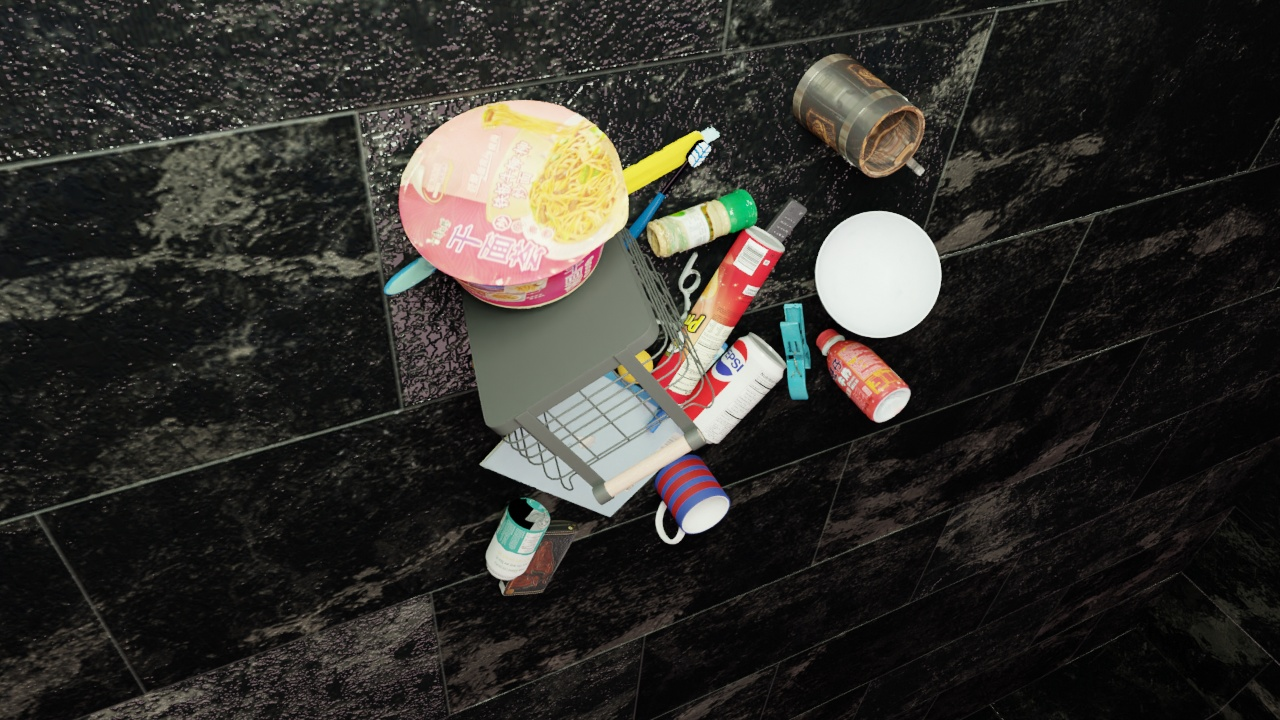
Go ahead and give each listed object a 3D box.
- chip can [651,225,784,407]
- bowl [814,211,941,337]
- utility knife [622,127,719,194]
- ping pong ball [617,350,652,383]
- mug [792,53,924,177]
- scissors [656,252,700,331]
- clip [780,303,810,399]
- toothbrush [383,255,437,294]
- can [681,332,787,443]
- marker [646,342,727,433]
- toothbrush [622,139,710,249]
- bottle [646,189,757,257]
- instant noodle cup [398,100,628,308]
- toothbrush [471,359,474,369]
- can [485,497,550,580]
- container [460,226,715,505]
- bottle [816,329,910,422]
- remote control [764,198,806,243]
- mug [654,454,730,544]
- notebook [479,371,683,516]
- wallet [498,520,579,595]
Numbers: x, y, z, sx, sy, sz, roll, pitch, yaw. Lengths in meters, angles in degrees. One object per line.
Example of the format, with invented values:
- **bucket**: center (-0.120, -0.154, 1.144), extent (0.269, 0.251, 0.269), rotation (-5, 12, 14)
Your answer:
- **chip can**: center (0.080, -0.046, 1.010), extent (0.051, 0.052, 0.215), rotation (11, 120, -41)
- **bowl**: center (0.268, -0.097, 1.077), extent (0.144, 0.144, 0.074), rotation (-33, 180, -3)
- **utility knife**: center (0.007, -0.180, 0.876), extent (0.164, 0.017, 0.030), rotation (-29, 145, -7)
- **ping pong ball**: center (-0.006, 0.006, 1.032), extent (0.040, 0.040, 0.040), rotation (-19, 138, -19)
- **mug**: center (0.223, -0.232, 0.902), extent (0.115, 0.107, 0.080), rotation (21, 115, -45)
- **scissors**: center (0.053, -0.050, 1.039), extent (0.141, 0.014, 0.162), rotation (7, 124, -36)
- **clip**: center (0.199, -0.020, 1.156), extent (0.031, 0.121, 0.130), rotation (0, 112, 21)
- **toothbrush**: center (-0.177, -0.100, 0.826), extent (0.135, 0.017, 0.022), rotation (-39, 144, 4)
- **can**: center (0.110, 0.034, 1.117), extent (0.132, 0.070, 0.070), rotation (-48, 139, 15)
- **marker**: center (0.056, 0.032, 1.114), extent (0.142, 0.013, 0.013), rotation (-49, 139, 8)
- **toothbrush**: center (0.012, -0.148, 0.901), extent (0.014, 0.014, 0.168), rotation (5, 132, -52)
- **bottle**: center (0.062, -0.139, 0.935), extent (0.111, 0.043, 0.043), rotation (-22, 138, -15)
- **instant noodle cup**: center (-0.101, -0.120, 0.756), extent (0.178, 0.178, 0.078), rotation (-27, 156, -10)
- **toothbrush**: center (-0.098, -0.013, 0.969), extent (0.166, 0.016, 0.016), rotation (-14, 135, -25)
- **can**: center (-0.153, 0.220, 1.131), extent (0.054, 0.055, 0.102), rotation (3, 127, -37)
- **container**: center (-0.049, -0.014, 0.827), extent (0.163, 0.241, 0.130), rotation (-32, 133, 11)
- **bottle**: center (0.273, 0.012, 1.155), extent (0.062, 0.137, 0.062), rotation (-19, 137, -19)
- **remote control**: center (0.131, -0.122, 1.020), extent (0.032, 0.015, 0.137), rotation (18, 117, -44)
- **mug**: center (0.058, 0.192, 1.232), extent (0.075, 0.076, 0.112), rotation (18, 117, -44)
- **notebook**: center (-0.050, 0.101, 1.119), extent (0.181, 0.009, 0.253), rotation (-45, 139, 11)
- **wallet**: center (-0.135, 0.261, 1.210), extent (0.072, 0.019, 0.123), rotation (5, 126, -35)
